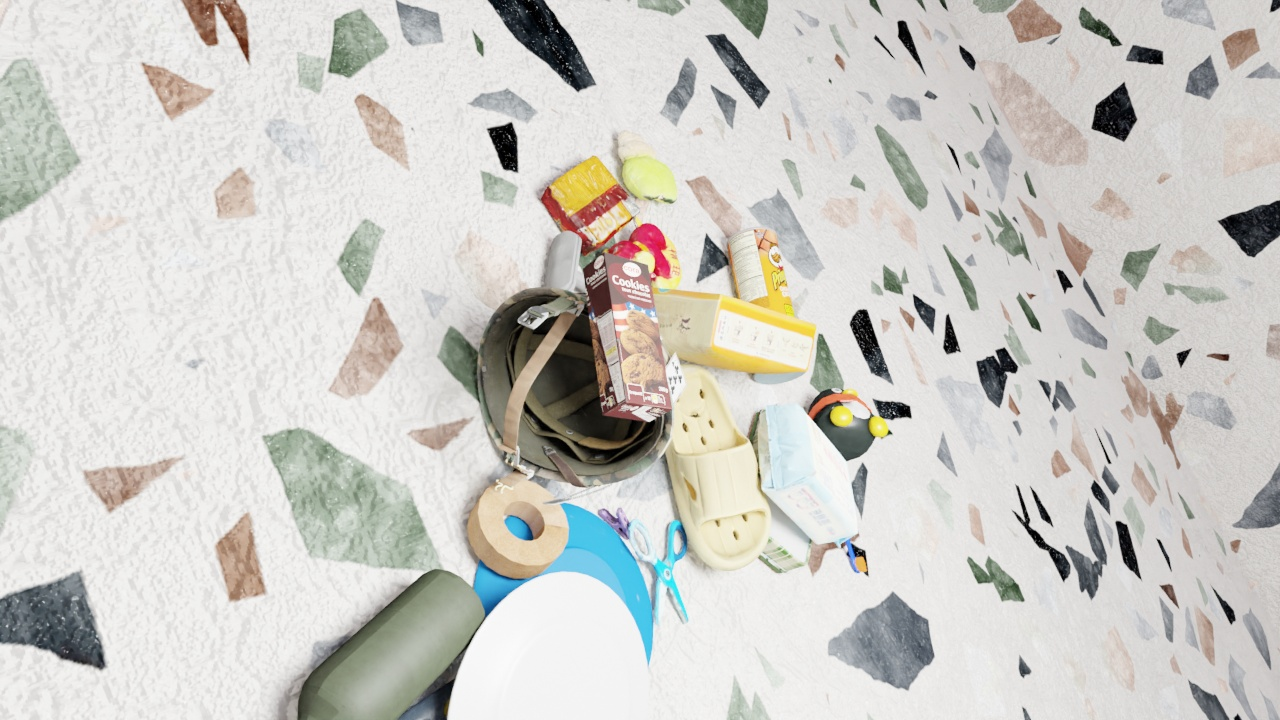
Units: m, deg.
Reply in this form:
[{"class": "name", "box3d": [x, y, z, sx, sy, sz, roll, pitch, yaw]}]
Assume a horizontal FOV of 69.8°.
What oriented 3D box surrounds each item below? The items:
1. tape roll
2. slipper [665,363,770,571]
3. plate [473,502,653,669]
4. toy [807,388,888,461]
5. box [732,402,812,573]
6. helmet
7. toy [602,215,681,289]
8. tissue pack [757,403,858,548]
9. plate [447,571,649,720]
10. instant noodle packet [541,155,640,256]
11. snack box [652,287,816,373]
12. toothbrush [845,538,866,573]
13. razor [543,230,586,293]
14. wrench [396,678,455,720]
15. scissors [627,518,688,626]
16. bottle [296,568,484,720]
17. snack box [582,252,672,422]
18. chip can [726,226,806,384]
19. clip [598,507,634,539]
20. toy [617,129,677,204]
[{"class": "tape roll", "box3d": [-0.117, 0.160, 0.878, 0.094, 0.027, 0.093, 21, 43, -21]}, {"class": "slipper", "box3d": [0.091, 0.111, 1.076, 0.111, 0.079, 0.261, -6, 64, -24]}, {"class": "plate", "box3d": [-0.064, 0.245, 0.906, 0.224, 0.024, 0.224, 24, 52, -35]}, {"class": "toy", "box3d": [0.280, 0.085, 1.304, 0.097, 0.100, 0.119, 16, 31, -18]}, {"class": "box", "box3d": [0.180, 0.162, 1.189, 0.117, 0.050, 0.204, 39, 44, -20]}, {"class": "helmet", "box3d": [-0.065, 0.025, 0.894, 0.224, 0.193, 0.235, 31, 22, 35]}, {"class": "toy", "box3d": [0.006, -0.133, 1.171, 0.137, 0.067, 0.105, -13, 86, -54]}, {"class": "tissue pack", "box3d": [0.204, 0.143, 1.114, 0.182, 0.070, 0.111, 47, 31, -40]}, {"class": "plate", "box3d": [-0.069, 0.312, 0.815, 0.242, 0.016, 0.242, 9, 78, -47]}, {"class": "instant noodle packet", "box3d": [-0.061, -0.197, 1.155, 0.098, 0.040, 0.135, 53, 42, -10]}, {"class": "snack box", "box3d": [0.099, -0.031, 1.137, 0.195, 0.145, 0.080, 12, 89, -44]}, {"class": "toothbrush", "box3d": [0.277, 0.212, 1.242, 0.016, 0.018, 0.182, -47, 123, -55]}, {"class": "razor", "box3d": [-0.061, -0.087, 1.093, 0.116, 0.047, 0.088, 36, 46, -37]}, {"class": "wrench", "box3d": [-0.137, 0.278, 0.793, 0.272, 0.022, 0.073, -28, 91, -43]}, {"class": "scissors", "box3d": [0.029, 0.226, 1.018, 0.134, 0.012, 0.134, -32, 98, -58]}, {"class": "bottle", "box3d": [-0.210, 0.250, 0.716, 0.071, 0.072, 0.206, 56, 40, -5]}, {"class": "snack box", "box3d": [-0.012, -0.020, 0.797, 0.051, 0.032, 0.140, 11, 60, -39]}, {"class": "chip can", "box3d": [0.178, -0.079, 1.305, 0.075, 0.075, 0.214, 12, 59, -41]}, {"class": "clip", "box3d": [-0.027, 0.174, 0.994, 0.050, 0.046, 0.014, 86, 20, -46]}, {"class": "toy", "box3d": [0.005, -0.265, 1.259, 0.092, 0.046, 0.115, -6, 65, -48]}]
